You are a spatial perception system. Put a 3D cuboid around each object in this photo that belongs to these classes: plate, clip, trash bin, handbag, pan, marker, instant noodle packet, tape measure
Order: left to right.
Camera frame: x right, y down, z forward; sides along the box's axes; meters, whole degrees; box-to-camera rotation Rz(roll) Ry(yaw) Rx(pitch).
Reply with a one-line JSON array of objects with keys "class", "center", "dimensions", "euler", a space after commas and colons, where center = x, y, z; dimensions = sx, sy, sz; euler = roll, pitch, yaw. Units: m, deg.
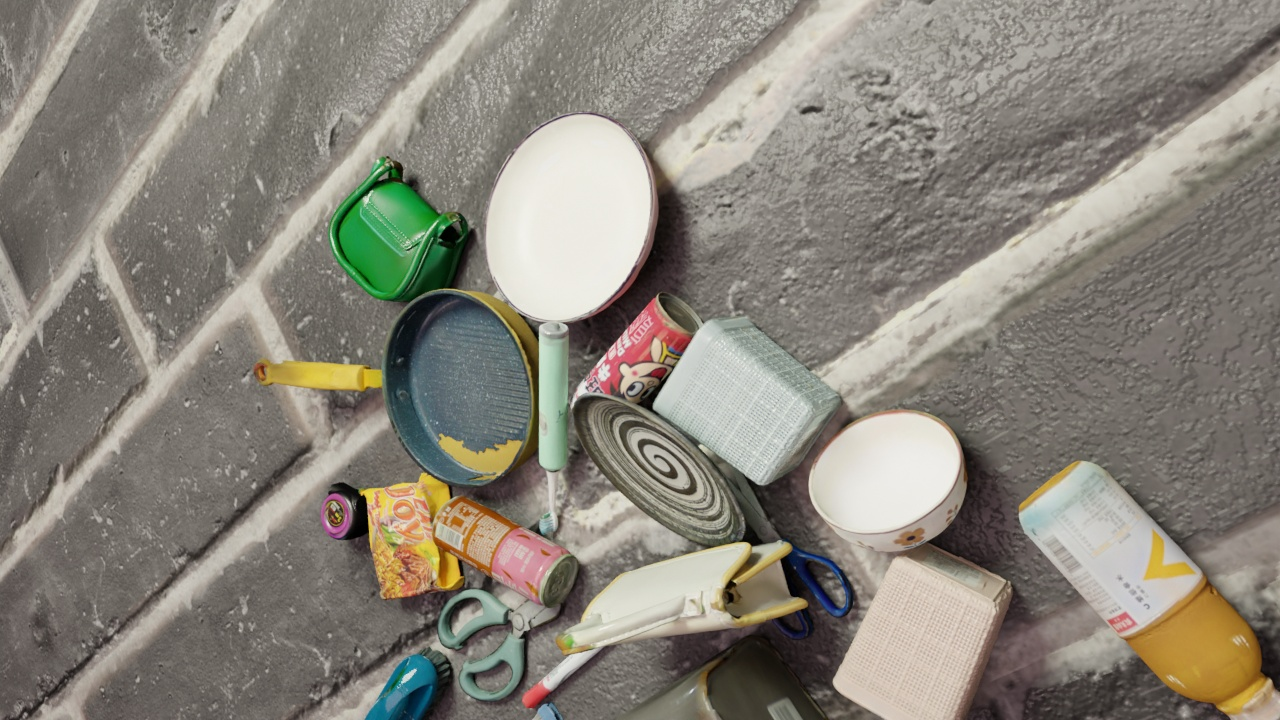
[{"class": "tape measure", "center": [-0.325, 0.171, 1.024], "dimensions": [0.057, 0.039, 0.058], "euler": [19, 98, 29]}, {"class": "pan", "center": [-0.252, 0.022, 0.938], "dimensions": [0.358, 0.078, 0.198], "euler": [6, 101, 31]}, {"class": "handbag", "center": [-0.247, -0.129, 0.938], "dimensions": [0.131, 0.067, 0.120], "euler": [41, 112, 22]}, {"class": "instant noodle packet", "center": [-0.244, 0.187, 0.974], "dimensions": [0.111, 0.044, 0.128], "euler": [-13, 86, 27]}, {"class": "clip", "center": [-0.102, 0.366, 0.915], "dimensions": [0.057, 0.032, 0.025], "euler": [-46, 72, 17]}, {"class": "marker", "center": [-0.067, 0.294, 0.888], "dimensions": [0.145, 0.017, 0.017], "euler": [-46, 71, 25]}, {"class": "plate", "center": [-0.059, -0.126, 0.830], "dimensions": [0.193, 0.039, 0.192], "euler": [-5, 81, 34]}, {"class": "plate", "center": [0.017, 0.088, 0.768], "dimensions": [0.179, 0.024, 0.180], "euler": [34, 152, 20]}, {"class": "handbag", "center": [0.022, 0.191, 0.727], "dimensions": [0.164, 0.178, 0.063], "euler": [-24, 76, 40]}, {"class": "trash bin", "center": [0.041, 0.355, 0.736], "dimensions": [0.220, 0.198, 0.199], "euler": [-44, 73, 18]}]

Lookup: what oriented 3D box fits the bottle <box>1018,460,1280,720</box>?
[{"class": "bottle", "center": [0.336, 0.155, 0.603], "dimensions": [0.068, 0.067, 0.189], "euler": [-47, 70, 25]}]

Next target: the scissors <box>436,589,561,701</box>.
[{"class": "scissors", "center": [-0.147, 0.264, 0.934], "dimensions": [0.180, 0.019, 0.143], "euler": [-48, 69, 26]}]

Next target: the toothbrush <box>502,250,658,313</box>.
[{"class": "toothbrush", "center": [-0.058, -0.073, 0.858], "dimensions": [0.181, 0.015, 0.018], "euler": [-17, 91, 32]}]

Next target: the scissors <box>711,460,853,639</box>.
[{"class": "scissors", "center": [0.118, 0.147, 0.769], "dimensions": [0.133, 0.012, 0.172], "euler": [-8, 88, 33]}]

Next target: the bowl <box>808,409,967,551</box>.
[{"class": "bowl", "center": [0.190, 0.097, 0.680], "dimensions": [0.114, 0.113, 0.062], "euler": [-14, 129, 31]}]

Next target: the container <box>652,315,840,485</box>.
[{"class": "container", "center": [0.088, 0.033, 0.734], "dimensions": [0.111, 0.089, 0.090], "euler": [39, 112, 21]}]

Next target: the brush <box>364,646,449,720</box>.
[{"class": "brush", "center": [-0.259, 0.371, 0.978], "dimensions": [0.055, 0.073, 0.144], "euler": [40, 112, 18]}]

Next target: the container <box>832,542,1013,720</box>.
[{"class": "container", "center": [0.211, 0.202, 0.673], "dimensions": [0.090, 0.089, 0.111], "euler": [25, 102, 28]}]

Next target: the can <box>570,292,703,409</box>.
[{"class": "can", "center": [-0.005, 0.005, 0.808], "dimensions": [0.133, 0.053, 0.053], "euler": [-48, 70, 25]}]

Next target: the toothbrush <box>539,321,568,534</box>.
[{"class": "toothbrush", "center": [-0.081, 0.068, 0.843], "dimensions": [0.026, 0.027, 0.225], "euler": [35, 132, 44]}]

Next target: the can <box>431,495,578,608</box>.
[{"class": "can", "center": [-0.134, 0.185, 0.897], "dimensions": [0.147, 0.057, 0.058], "euler": [21, 104, 28]}]
